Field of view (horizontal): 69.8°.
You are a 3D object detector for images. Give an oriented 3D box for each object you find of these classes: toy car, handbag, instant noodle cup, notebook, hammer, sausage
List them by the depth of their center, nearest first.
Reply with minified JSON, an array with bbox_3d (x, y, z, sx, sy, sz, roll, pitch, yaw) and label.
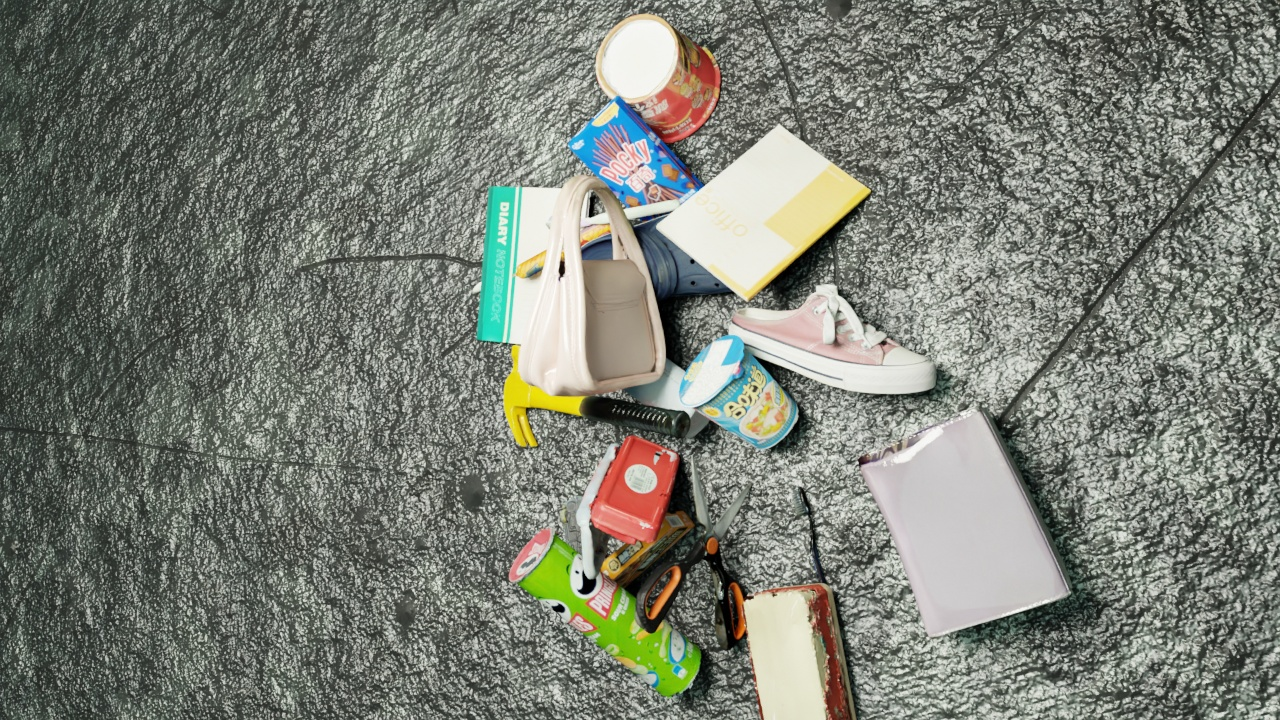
[{"bbox_3d":[0.324,0.163,0.929,0.145,0.098,0.197,-26,75,19],"label":"handbag"},{"bbox_3d":[-0.049,-0.082,0.992,0.093,0.193,0.234,3,97,26],"label":"handbag"},{"bbox_3d":[0.115,0.043,1.025,0.099,0.110,0.099,-40,24,23],"label":"instant noodle cup"},{"bbox_3d":[0.141,-0.173,1.049,0.206,0.010,0.146,-41,66,-16],"label":"notebook"},{"bbox_3d":[-0.064,0.057,1.119,0.301,0.032,0.129,7,92,42],"label":"hammer"},{"bbox_3d":[0.016,-0.348,1.126,0.138,0.108,0.138,-3,83,25],"label":"instant noodle cup"},{"bbox_3d":[-0.069,0.221,1.142,0.049,0.031,0.105,-14,75,22],"label":"toy car"},{"bbox_3d":[-0.092,-0.145,1.171,0.165,0.021,0.021,-26,73,13],"label":"sausage"},{"bbox_3d":[-0.144,-0.124,1.213,0.150,0.012,0.209,6,92,22],"label":"notebook"}]

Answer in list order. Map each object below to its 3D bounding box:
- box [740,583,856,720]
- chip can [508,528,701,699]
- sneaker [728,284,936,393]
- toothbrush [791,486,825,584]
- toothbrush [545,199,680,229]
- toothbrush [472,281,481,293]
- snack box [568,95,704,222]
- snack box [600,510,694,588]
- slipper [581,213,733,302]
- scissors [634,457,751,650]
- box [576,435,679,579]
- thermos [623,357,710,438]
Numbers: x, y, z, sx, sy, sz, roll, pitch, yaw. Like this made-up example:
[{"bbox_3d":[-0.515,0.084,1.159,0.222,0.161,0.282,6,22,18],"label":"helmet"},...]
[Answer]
[{"bbox_3d":[0.168,0.330,0.986,0.092,0.077,0.168,-17,77,35],"label":"box"},{"bbox_3d":[-0.036,0.285,1.030,0.236,0.072,0.072,41,104,-15],"label":"chip can"},{"bbox_3d":[0.208,-0.030,1.005,0.241,0.118,0.088,19,112,31],"label":"sneaker"},{"bbox_3d":[0.198,0.235,1.027,0.016,0.014,0.189,-17,78,23],"label":"toothbrush"},{"bbox_3d":[-0.035,-0.180,1.130,0.190,0.029,0.020,-3,98,31],"label":"toothbrush"},{"bbox_3d":[-0.151,-0.135,1.232,0.188,0.016,0.017,-29,82,19],"label":"toothbrush"},{"bbox_3d":[-0.003,-0.233,1.108,0.157,0.026,0.085,43,124,-16],"label":"snack box"},{"bbox_3d":[-0.009,0.236,1.088,0.154,0.075,0.026,-44,67,14],"label":"snack box"},{"bbox_3d":[0.020,-0.121,1.095,0.253,0.095,0.105,-5,104,25],"label":"slipper"},{"bbox_3d":[0.066,0.223,1.013,0.022,0.220,0.233,-2,108,45],"label":"scissors"},{"bbox_3d":[-0.021,0.168,1.040,0.095,0.201,0.100,22,110,2],"label":"box"},{"bbox_3d":[-0.007,0.007,1.119,0.220,0.070,0.070,37,100,23],"label":"thermos"}]
